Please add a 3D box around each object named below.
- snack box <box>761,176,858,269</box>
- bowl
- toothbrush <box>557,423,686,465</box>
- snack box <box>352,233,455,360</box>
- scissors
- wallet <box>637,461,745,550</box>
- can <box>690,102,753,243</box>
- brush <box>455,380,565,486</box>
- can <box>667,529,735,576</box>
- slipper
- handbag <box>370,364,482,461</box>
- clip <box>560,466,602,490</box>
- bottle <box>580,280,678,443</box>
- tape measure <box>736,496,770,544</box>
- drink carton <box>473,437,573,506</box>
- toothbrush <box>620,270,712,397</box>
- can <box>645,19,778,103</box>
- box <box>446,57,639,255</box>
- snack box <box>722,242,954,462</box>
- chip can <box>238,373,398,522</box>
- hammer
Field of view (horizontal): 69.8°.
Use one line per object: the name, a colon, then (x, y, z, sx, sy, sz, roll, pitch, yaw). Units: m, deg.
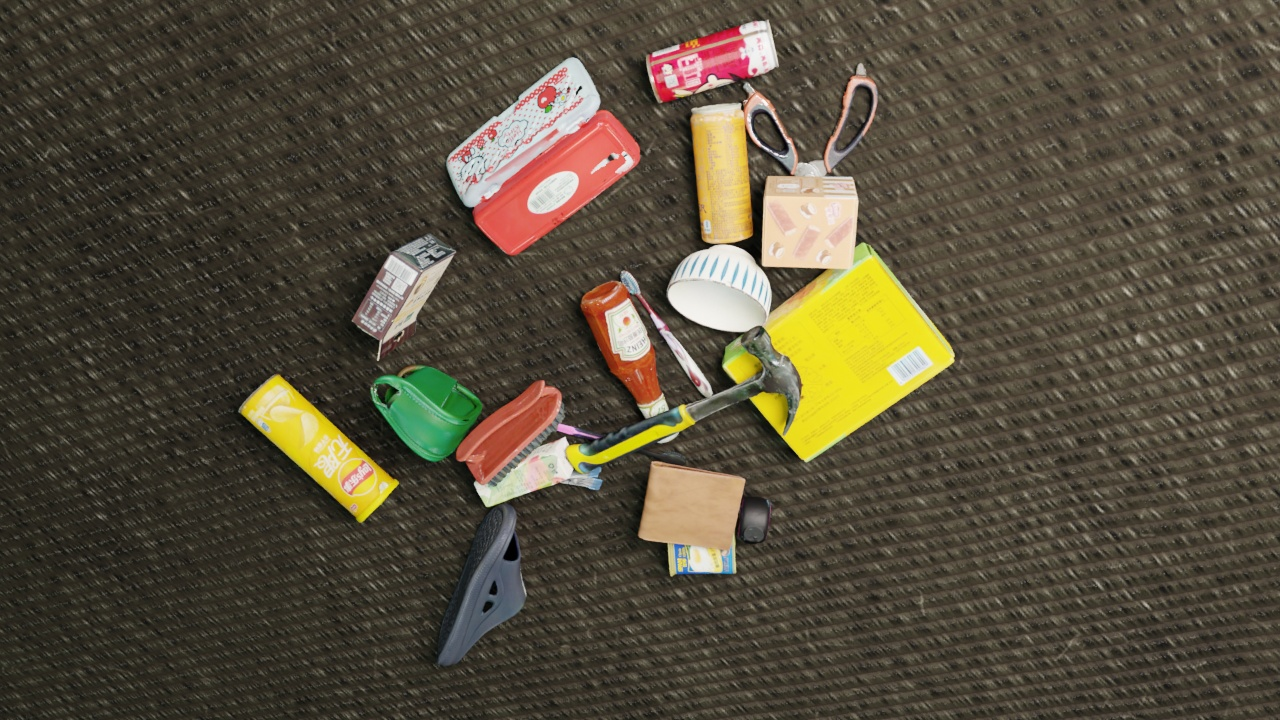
snack box: (0.179, -0.148, 0.979, 0.094, 0.092, 0.077, 3, 114, 9)
bowl: (0.093, -0.087, 1.031, 0.116, 0.117, 0.066, 18, 69, 3)
toothbrush: (-0.033, 0.102, 1.159, 0.189, 0.017, 0.014, 15, 110, 7)
snack box: (-0.279, -0.078, 1.080, 0.053, 0.113, 0.126, 36, 110, -3)
scissors: (0.189, -0.219, 1.009, 0.189, 0.015, 0.225, -28, 103, 17)
wallet: (0.061, 0.177, 1.105, 0.115, 0.020, 0.101, 10, 110, -1)
can: (0.089, -0.204, 1.006, 0.058, 0.058, 0.146, -4, 108, 10)
brush: (-0.156, 0.084, 1.124, 0.146, 0.063, 0.069, -42, 140, 1)
can: (0.077, 0.220, 1.158, 0.083, 0.057, 0.102, -2, 109, 7)
slipper: (-0.197, 0.302, 1.215, 0.083, 0.110, 0.269, 19, 117, -15)
handbag: (-0.262, 0.057, 1.118, 0.120, 0.131, 0.068, 37, 101, 0)
clip: (-0.078, 0.151, 1.176, 0.058, 0.026, 0.043, 2, 117, 9)
bottle: (-0.007, 0.006, 1.096, 0.060, 0.059, 0.206, -19, 111, 15)
tape measure: (0.139, 0.198, 1.139, 0.039, 0.057, 0.057, 8, 79, 5)
drink carton: (-0.145, 0.143, 1.168, 0.123, 0.053, 0.045, -22, 105, 16)
toothbrush: (0.031, -0.029, 1.098, 0.016, 0.017, 0.187, -32, 101, 18)
can: (0.076, -0.317, 0.972, 0.133, 0.053, 0.053, -13, 106, 13)
box: (-0.115, -0.226, 1.030, 0.201, 0.073, 0.154, -33, 97, 17)
snack box: (0.221, -0.008, 1.047, 0.210, 0.070, 0.157, -38, 99, 19)
chip can: (-0.417, 0.115, 1.193, 0.213, 0.072, 0.072, 44, 110, -7)
hammer: (0.044, 0.071, 1.069, 0.324, 0.031, 0.126, -26, 112, 33)
